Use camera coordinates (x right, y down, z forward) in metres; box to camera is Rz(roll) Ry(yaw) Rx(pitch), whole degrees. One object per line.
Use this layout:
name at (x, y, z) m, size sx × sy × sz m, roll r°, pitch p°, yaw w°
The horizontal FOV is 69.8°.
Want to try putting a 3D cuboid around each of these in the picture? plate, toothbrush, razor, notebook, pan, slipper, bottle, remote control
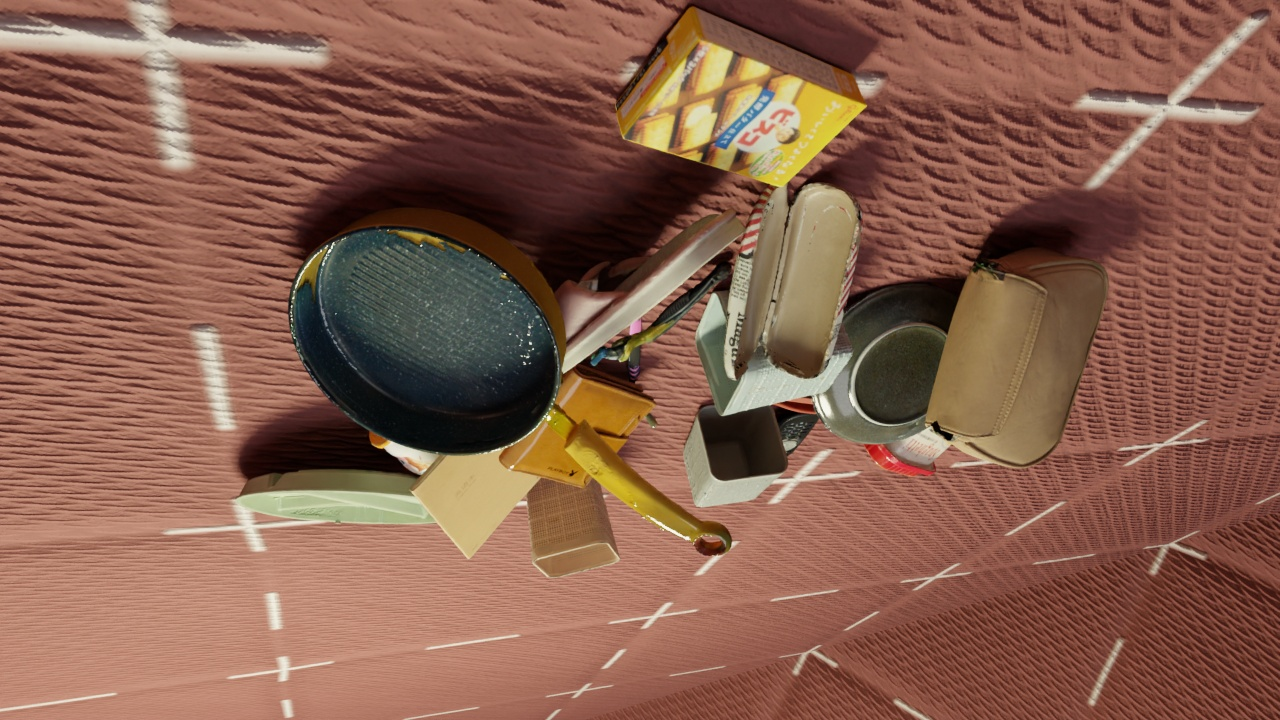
plate at (0.254, 0.011, 0.898) m, size 0.179 × 0.024 × 0.180 m, roll -6°, pitch 118°, yaw -12°
toothbrush at (-0.005, 0.005, 0.883) m, size 0.014 × 0.017 × 0.189 m, roll -17°, pitch 152°, yaw -11°
razor at (0.020, -0.036, 0.768) m, size 0.143 × 0.022 × 0.042 m, roll -36°, pitch -172°, yaw 1°
notebook at (-0.149, 0.112, 0.925) m, size 0.149 × 0.012 × 0.212 m, roll -49°, pitch 159°, yaw -19°
pan at (-0.084, 0.032, 0.657) m, size 0.357 × 0.078 × 0.198 m, roll 29°, pitch 128°, yaw -10°
slipper at (-0.032, -0.043, 0.705) m, size 0.275 × 0.054 × 0.113 m, roll -34°, pitch -176°, yaw 42°
bottle at (-0.208, 0.078, 0.881) m, size 0.063 × 0.063 × 0.108 m, roll -27°, pitch 149°, yaw 24°
remote control at (0.175, 0.086, 1.101) m, size 0.053 × 0.024 × 0.137 m, roll -7°, pitch 153°, yaw -15°
plate at (-0.293, 0.143, 0.946) m, size 0.230 × 0.027 × 0.230 m, roll 0°, pitch 163°, yaw 0°

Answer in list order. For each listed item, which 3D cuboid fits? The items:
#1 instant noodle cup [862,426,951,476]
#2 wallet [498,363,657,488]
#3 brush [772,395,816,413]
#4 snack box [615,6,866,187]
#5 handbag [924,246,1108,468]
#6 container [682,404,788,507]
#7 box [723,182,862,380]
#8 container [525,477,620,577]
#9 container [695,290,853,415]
instant noodle cup at (0.307, 0.050, 1.012) m, size 0.116 × 0.116 × 0.124 m, roll 18°, pitch 127°, yaw -45°
wallet at (-0.057, 0.068, 0.904) m, size 0.119 × 0.035 × 0.131 m, roll 23°, pitch 119°, yaw -33°
brush at (0.167, 0.023, 0.939) m, size 0.145 × 0.063 × 0.069 m, roll 6°, pitch 133°, yaw -30°
snack box at (0.064, -0.163, 0.586) m, size 0.140 × 0.033 × 0.087 m, roll 7°, pitch 147°, yaw -36°
handbag at (0.342, -0.006, 0.855) m, size 0.147 × 0.100 × 0.205 m, roll 6°, pitch 104°, yaw -30°
container at (0.103, 0.112, 1.052) m, size 0.090 × 0.090 × 0.114 m, roll -6°, pitch 155°, yaw -13°
box at (0.111, -0.054, 0.707) m, size 0.085 × 0.075 × 0.162 m, roll -23°, pitch 133°, yaw -40°
container at (-0.084, 0.183, 1.075) m, size 0.090 × 0.110 × 0.090 m, roll -15°, pitch 152°, yaw 4°
container at (0.121, -0.012, 0.831) m, size 0.111 × 0.090 × 0.090 m, roll -8°, pitch 152°, yaw -16°
